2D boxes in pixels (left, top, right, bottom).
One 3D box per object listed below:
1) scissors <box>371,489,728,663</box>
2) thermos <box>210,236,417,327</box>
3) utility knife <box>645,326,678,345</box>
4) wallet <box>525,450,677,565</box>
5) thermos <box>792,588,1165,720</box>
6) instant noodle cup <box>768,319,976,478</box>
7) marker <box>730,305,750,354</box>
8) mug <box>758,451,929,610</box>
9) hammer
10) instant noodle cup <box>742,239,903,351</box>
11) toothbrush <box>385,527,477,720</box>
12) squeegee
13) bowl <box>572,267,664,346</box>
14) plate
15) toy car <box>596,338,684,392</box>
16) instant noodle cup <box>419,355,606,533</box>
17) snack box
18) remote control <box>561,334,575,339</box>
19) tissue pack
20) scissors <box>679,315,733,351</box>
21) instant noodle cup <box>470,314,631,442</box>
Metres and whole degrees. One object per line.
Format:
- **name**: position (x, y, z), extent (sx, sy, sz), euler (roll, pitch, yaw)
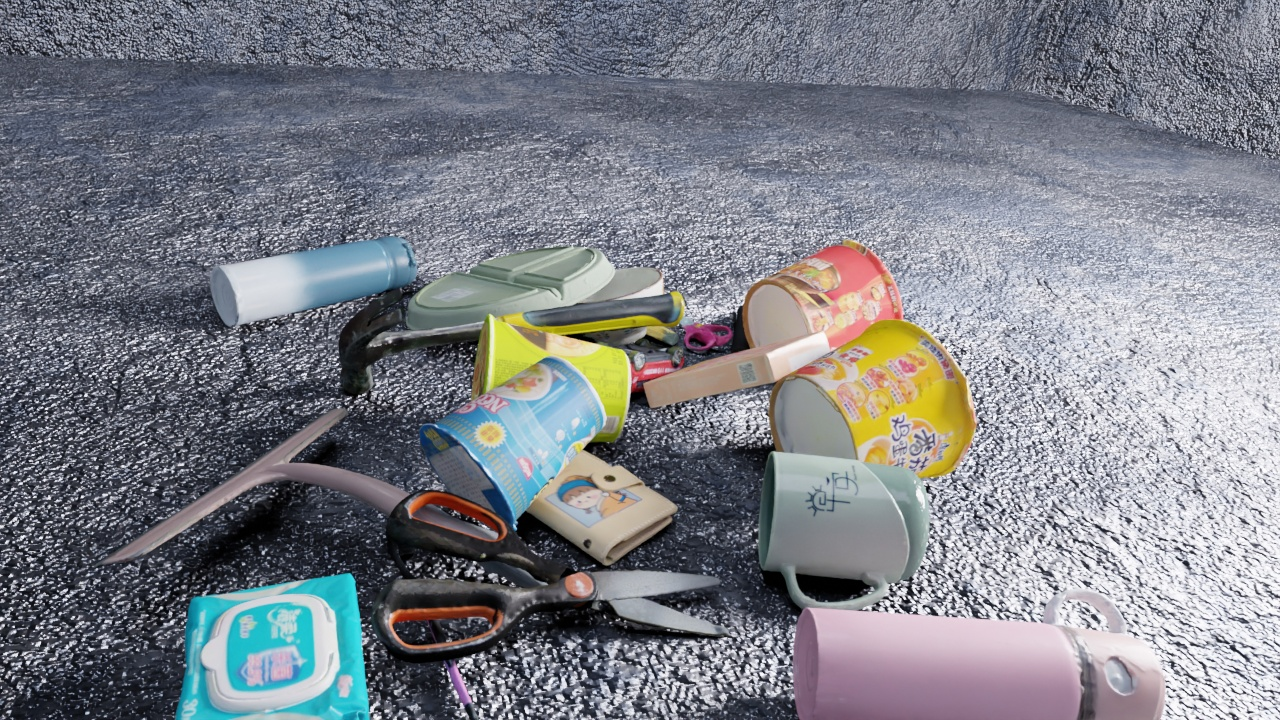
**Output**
- **scissors**: position (-0.058, 0.132, 0.585), extent (0.228, 0.022, 0.190), euler (-13, 51, -33)
- **thermos**: position (-0.348, -0.090, 1.002), extent (0.070, 0.070, 0.219), euler (27, 32, 38)
- **utility knife**: position (-0.018, -0.048, 1.035), extent (0.166, 0.018, 0.030), euler (21, 23, 39)
- **wallet**: position (-0.037, 0.106, 0.696), extent (0.115, 0.024, 0.087), euler (25, 37, 38)
- **thermos**: position (0.192, 0.172, 0.531), extent (0.198, 0.067, 0.087), euler (3, 62, -1)
- **instant noodle cup**: position (0.178, 0.046, 0.740), extent (0.109, 0.138, 0.138), euler (-19, 33, -26)
- **marker**: position (0.111, -0.030, 1.009), extent (0.022, 0.020, 0.131), euler (-6, 23, 11)
- **mug**: position (0.139, 0.122, 0.638), extent (0.106, 0.082, 0.111), euler (7, 56, 1)
- **hammer**: position (-0.109, -0.032, 0.843), extent (0.322, 0.126, 0.032), euler (-8, 64, -21)
- **instant noodle cup**: position (0.178, -0.041, 0.929), extent (0.108, 0.138, 0.138), euler (-21, 35, -27)
- **toothbrush**: position (-0.131, 0.158, 0.577), extent (0.017, 0.014, 0.189), euler (-8, 29, -27)
- **squeegee**: position (-0.166, 0.103, 0.619), extent (0.250, 0.040, 0.247), euler (19, 21, 7)
- **bowl**: position (-0.027, -0.052, 0.966), extent (0.113, 0.062, 0.113), euler (-10, 19, 3)
- **plate**: position (-0.141, -0.080, 0.983), extent (0.230, 0.027, 0.230), euler (-12, 19, 4)
- **toy car**: position (-0.005, 0.005, 0.882), extent (0.053, 0.045, 0.120), euler (17, 16, 34)
- **instant noodle cup**: position (-0.087, 0.055, 0.669), extent (0.099, 0.099, 0.109), euler (25, 52, 36)
- **snack box**: position (0.083, 0.009, 0.823), extent (0.084, 0.026, 0.158), euler (-20, 3, -41)
- **remote control**: position (-0.082, 0.002, 0.901), extent (0.053, 0.024, 0.136), euler (0, 27, -13)
- **tissue pack**: position (-0.198, 0.169, 0.498), extent (0.093, 0.050, 0.133), euler (-6, 27, -20)
- **scissors**: position (0.054, -0.041, 1.027), extent (0.056, 0.017, 0.133), euler (-22, 29, -18)
- **instant noodle cup**: position (-0.075, 0.024, 0.774), extent (0.123, 0.112, 0.111), euler (7, 24, -15)
